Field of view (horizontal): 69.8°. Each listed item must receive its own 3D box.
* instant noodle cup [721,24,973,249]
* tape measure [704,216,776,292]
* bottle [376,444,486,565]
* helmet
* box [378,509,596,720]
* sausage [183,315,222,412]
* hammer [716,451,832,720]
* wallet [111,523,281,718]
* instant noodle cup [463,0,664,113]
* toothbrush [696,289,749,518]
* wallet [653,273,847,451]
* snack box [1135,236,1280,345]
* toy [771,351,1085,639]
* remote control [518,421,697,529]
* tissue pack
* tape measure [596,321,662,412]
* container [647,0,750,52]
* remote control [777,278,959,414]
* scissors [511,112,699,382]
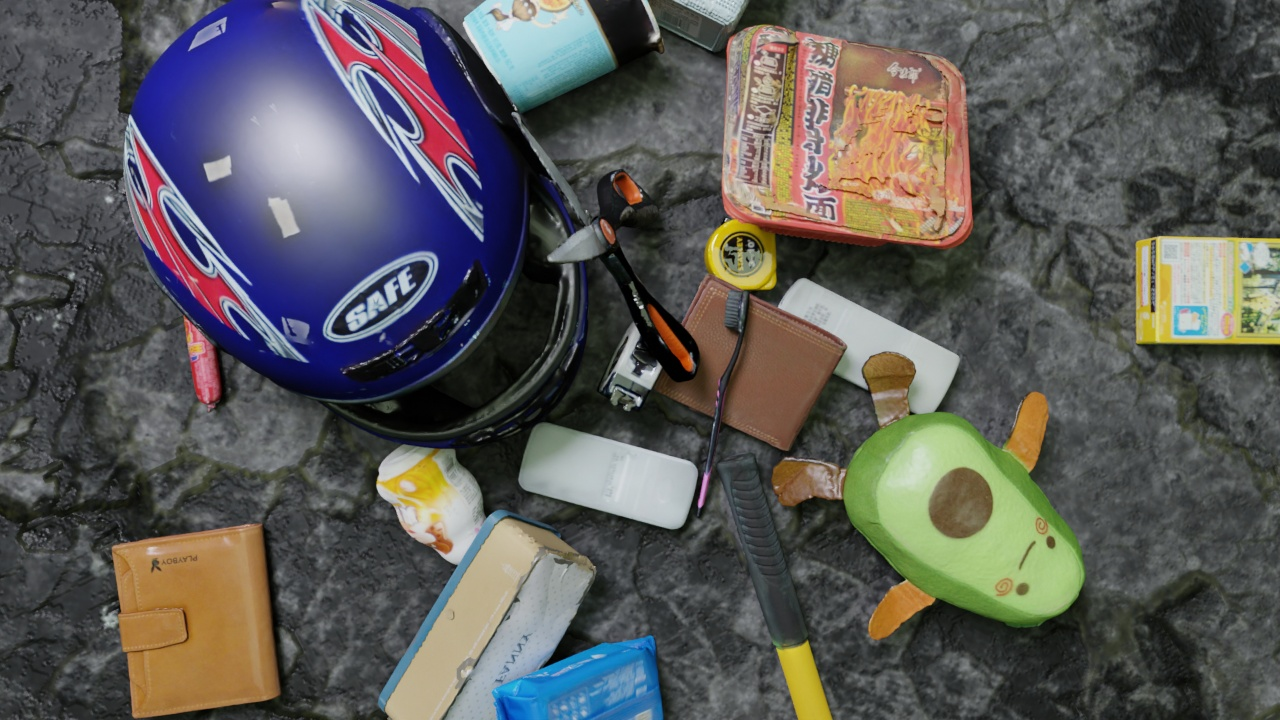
[{"bbox_3d":[0.149,-0.157,0.688,0.189,0.079,0.164,7,72,-5],"label":"instant noodle cup"},{"bbox_3d":[0.079,-0.082,0.720,0.057,0.029,0.060,-3,90,-6],"label":"tape measure"},{"bbox_3d":[-0.146,0.111,0.685,0.063,0.063,0.108,-32,106,-4],"label":"bottle"},{"bbox_3d":[-0.172,-0.082,0.582,0.247,0.240,0.315,-38,88,3],"label":"helmet"},{"bbox_3d":[-0.106,0.195,0.669,0.062,0.089,0.184,27,83,36],"label":"box"},{"bbox_3d":[-0.334,-0.038,0.691,0.020,0.020,0.156,-7,90,-5],"label":"sausage"},{"bbox_3d":[0.117,0.219,0.721,0.128,0.033,0.300,-17,91,-6],"label":"hammer"},{"bbox_3d":[-0.330,0.194,0.686,0.108,0.031,0.132,-6,89,-6],"label":"wallet"},{"bbox_3d":[-0.060,-0.245,0.675,0.120,0.111,0.111,-31,92,3],"label":"instant noodle cup"},{"bbox_3d":[0.058,0.036,0.698,0.018,0.014,0.189,15,110,14],"label":"toothbrush"},{"bbox_3d":[0.083,0.004,0.709,0.124,0.032,0.101,25,109,-3],"label":"wallet"},{"bbox_3d":[0.479,-0.056,0.752,0.140,0.034,0.087,0,90,-3],"label":"snack box"},{"bbox_3d":[0.236,0.114,0.703,0.247,0.090,0.227,36,94,-1],"label":"toy"},{"bbox_3d":[-0.025,0.090,0.715,0.136,0.020,0.056,15,88,-4],"label":"remote control"},{"bbox_3d":[-0.043,0.265,0.674,0.156,0.052,0.095,-6,91,-45],"label":"tissue pack"},{"bbox_3d":[-0.004,0.004,0.694,0.033,0.066,0.066,27,90,-9],"label":"tape measure"},{"bbox_3d":[0.054,-0.306,0.690,0.090,0.090,0.111,25,90,-4],"label":"container"},{"bbox_3d":[0.177,-0.010,0.731,0.150,0.021,0.058,27,93,-4],"label":"remote control"},{"bbox_3d":[-0.015,-0.081,0.629,0.022,0.220,0.234,-24,116,19],"label":"scissors"}]
